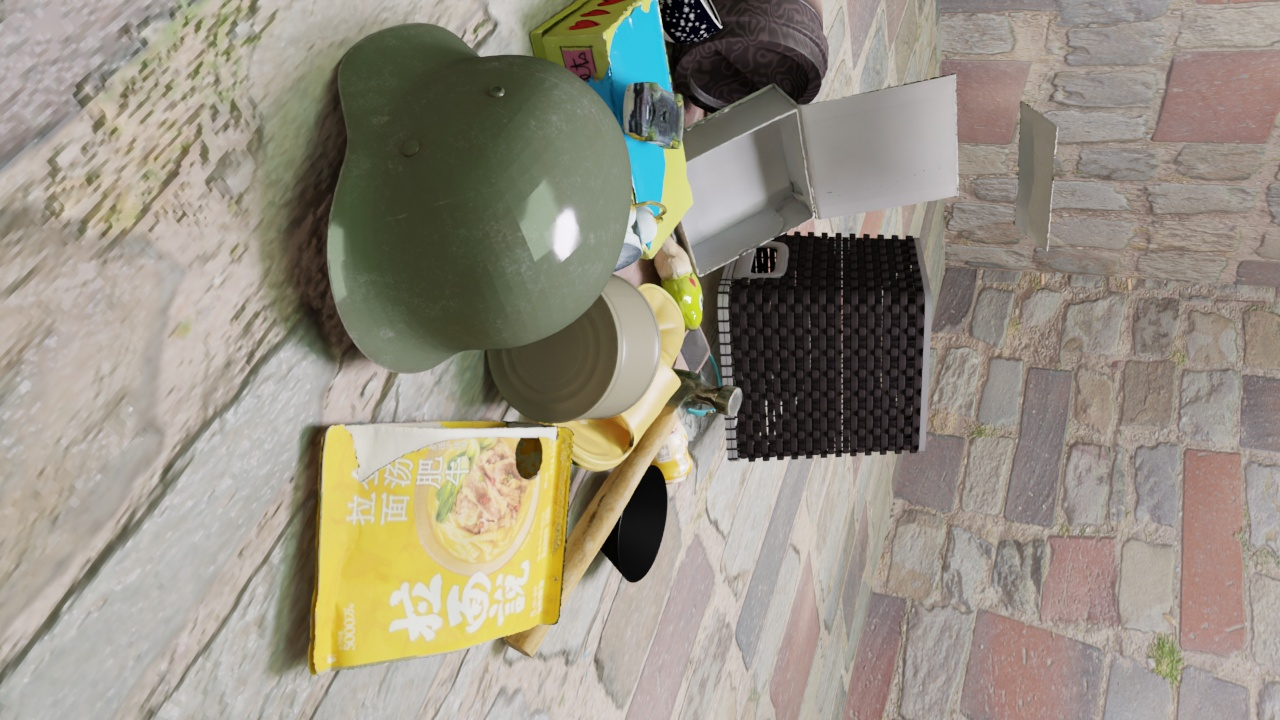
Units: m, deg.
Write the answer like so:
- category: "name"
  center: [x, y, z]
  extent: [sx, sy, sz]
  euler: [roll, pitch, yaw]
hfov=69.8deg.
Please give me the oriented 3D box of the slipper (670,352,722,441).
- category: "slipper"
  center: [0.053, 0.027, 1.101]
  extent: [0.269, 0.055, 0.098]
  euler: [52, 51, -55]

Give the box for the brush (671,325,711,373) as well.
- category: "brush"
  center: [0.050, 0.006, 1.038]
  extent: [0.050, 0.015, 0.135]
  euler: [64, 38, -24]

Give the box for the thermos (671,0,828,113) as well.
- category: "thermos"
  center: [0.129, -0.411, 1.028]
  extent: [0.172, 0.173, 0.226]
  euler: [37, 56, -62]

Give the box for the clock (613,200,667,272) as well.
- category: "clock"
  center: [-0.031, -0.111, 0.801]
  extent: [0.083, 0.118, 0.057]
  euler: [11, 62, -65]

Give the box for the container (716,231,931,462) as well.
- category: "container"
  center: [0.242, -0.025, 1.206]
  extent: [0.246, 0.244, 0.246]
  euler: [-67, 154, -60]

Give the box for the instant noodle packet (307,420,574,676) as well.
- category: "instant noodle packet"
  center: [-0.146, 0.127, 0.671]
  extent: [0.221, 0.084, 0.163]
  euler: [6, 89, -59]

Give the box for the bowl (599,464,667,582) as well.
- category: "bowl"
  center: [-0.020, 0.168, 0.974]
  extent: [0.124, 0.053, 0.124]
  euler: [7, 90, -66]

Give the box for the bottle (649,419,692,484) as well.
- category: "bottle"
  center: [0.021, 0.084, 1.031]
  extent: [0.063, 0.063, 0.109]
  euler: [-19, 100, -63]

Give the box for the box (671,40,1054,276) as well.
- category: "box"
  center: [0.223, -0.229, 1.013]
  extent: [0.166, 0.419, 0.108]
  euler: [66, 8, -48]

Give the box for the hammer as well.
- category: "hammer"
  center: [-0.031, 0.137, 0.898]
  extent: [0.329, 0.132, 0.033]
  euler: [-56, 146, -27]

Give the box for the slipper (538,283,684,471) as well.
- category: "slipper"
  center: [-0.005, 0.005, 0.896]
  extent: [0.099, 0.079, 0.262]
  euler: [48, 39, -16]

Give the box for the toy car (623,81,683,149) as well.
- category: "toy car"
  center: [0.010, -0.209, 0.787]
  extent: [0.105, 0.033, 0.048]
  euler: [-16, 109, -67]

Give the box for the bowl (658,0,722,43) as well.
- category: "bowl"
  center: [0.021, -0.360, 0.896]
  extent: [0.120, 0.066, 0.120]
  euler: [51, 21, -28]

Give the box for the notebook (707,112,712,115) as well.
- category: "notebook"
  center: [0.133, -0.347, 1.228]
  extent: [0.153, 0.012, 0.208]
  euler: [72, 35, -45]

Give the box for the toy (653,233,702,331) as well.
- category: "toy"
  center: [0.041, -0.094, 1.037]
  extent: [0.092, 0.043, 0.118]
  euler: [-82, 154, -68]

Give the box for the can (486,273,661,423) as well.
- category: "can"
  center: [-0.056, -0.012, 0.759]
  extent: [0.073, 0.128, 0.128]
  euler: [-4, 99, -63]

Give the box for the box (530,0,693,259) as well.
- category: "box"
  center: [-0.021, -0.217, 0.850]
  extent: [0.124, 0.079, 0.221]
  euler: [-58, 143, -42]

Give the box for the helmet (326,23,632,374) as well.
- category: "helmet"
  center: [-0.091, -0.105, 0.622]
  extent: [0.227, 0.154, 0.267]
  euler: [73, 34, -42]
